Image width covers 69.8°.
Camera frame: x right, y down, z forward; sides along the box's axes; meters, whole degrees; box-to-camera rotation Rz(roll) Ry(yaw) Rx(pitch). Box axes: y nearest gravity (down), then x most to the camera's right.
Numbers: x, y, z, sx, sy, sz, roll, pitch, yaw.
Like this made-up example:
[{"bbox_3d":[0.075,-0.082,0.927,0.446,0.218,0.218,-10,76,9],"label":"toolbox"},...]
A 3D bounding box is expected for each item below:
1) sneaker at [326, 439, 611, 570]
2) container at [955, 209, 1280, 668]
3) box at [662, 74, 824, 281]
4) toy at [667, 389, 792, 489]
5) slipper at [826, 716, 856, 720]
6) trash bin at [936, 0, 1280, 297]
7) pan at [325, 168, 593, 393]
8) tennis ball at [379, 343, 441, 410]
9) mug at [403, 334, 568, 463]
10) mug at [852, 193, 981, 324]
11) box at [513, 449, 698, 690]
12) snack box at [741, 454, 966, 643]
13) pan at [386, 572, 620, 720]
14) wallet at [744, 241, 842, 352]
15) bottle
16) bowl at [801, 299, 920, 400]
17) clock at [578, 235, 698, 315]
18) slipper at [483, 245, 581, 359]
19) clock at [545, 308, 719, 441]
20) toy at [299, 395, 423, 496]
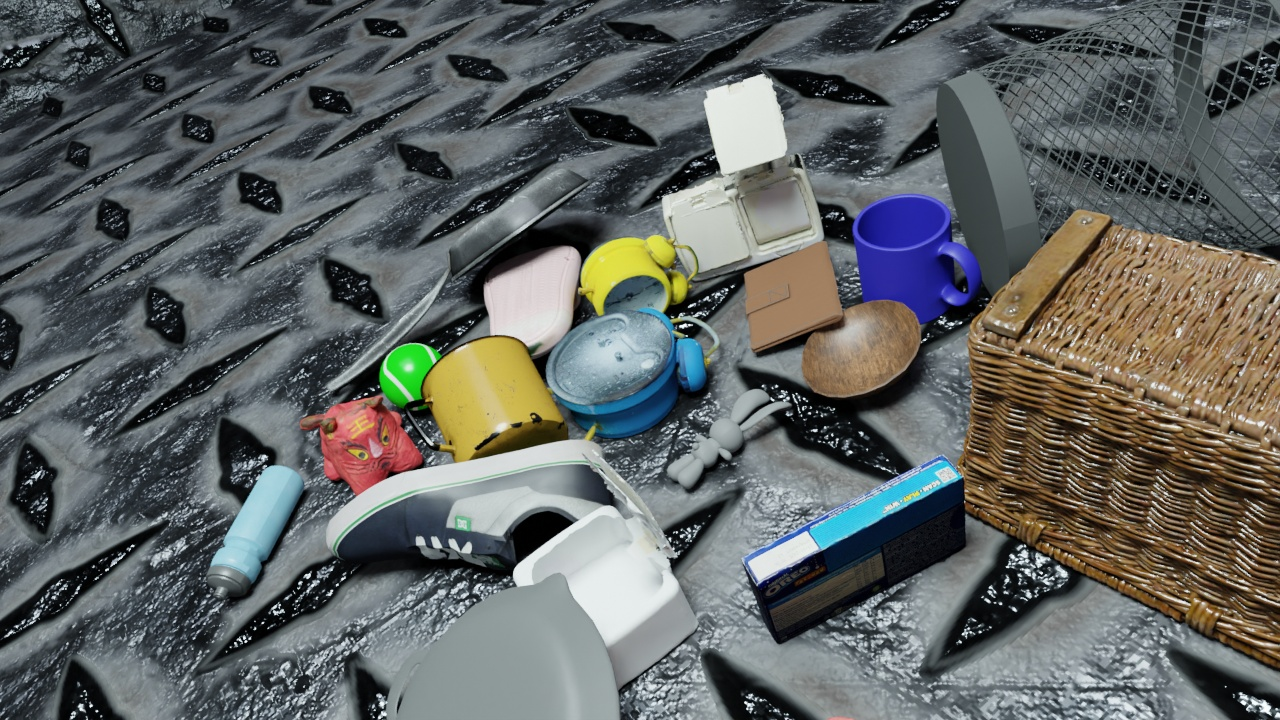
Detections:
[{"bbox_3d":[-0.137,0.132,0.722,0.235,0.084,0.079,-15,53,5],"label":"sneaker"},{"bbox_3d":[0.322,0.033,0.548,0.162,0.183,0.250,-43,45,-21],"label":"container"},{"bbox_3d":[0.084,-0.153,0.851,0.144,0.186,0.070,-18,41,14],"label":"box"},{"bbox_3d":[0.070,0.062,0.745,0.111,0.030,0.049,-40,29,-13],"label":"toy"},{"bbox_3d":[0.037,0.280,0.499,0.248,0.059,0.103,-32,41,-10],"label":"slipper"},{"bbox_3d":[0.378,-0.167,0.730,0.227,0.218,0.217,-16,40,12],"label":"trash bin"},{"bbox_3d":[-0.196,-0.092,0.977,0.356,0.055,0.187,-37,10,-8],"label":"pan"},{"bbox_3d":[-0.219,0.016,0.891,0.065,0.065,0.065,-12,41,11],"label":"tennis ball"},{"bbox_3d":[-0.131,0.049,0.769,0.123,0.101,0.094,-10,53,-33],"label":"mug"},{"bbox_3d":[0.240,-0.081,0.787,0.079,0.083,0.111,-40,44,-21],"label":"mug"},{"bbox_3d":[-0.027,0.134,0.627,0.120,0.136,0.109,-33,44,-13],"label":"box"},{"bbox_3d":[0.143,0.125,0.604,0.150,0.082,0.027,-26,42,-6],"label":"snack box"},{"bbox_3d":[-0.051,0.240,0.528,0.355,0.024,0.216,6,69,42],"label":"pan"},{"bbox_3d":[0.139,-0.060,0.847,0.087,0.013,0.120,-22,35,20],"label":"wallet"},{"bbox_3d":[-0.342,0.154,0.811,0.040,0.040,0.129,-5,43,18],"label":"bottle"},{"bbox_3d":[0.186,-0.003,0.764,0.102,0.026,0.114,-20,35,23],"label":"bowl"},{"bbox_3d":[-0.001,-0.079,0.889,0.119,0.083,0.057,-25,46,0],"label":"clock"},{"bbox_3d":[-0.105,-0.061,0.932,0.107,0.056,0.221,-20,30,5],"label":"slipper"},{"bbox_3d":[-0.005,0.005,0.818,0.161,0.060,0.117,-29,40,-12],"label":"clock"},{"bbox_3d":[-0.269,0.058,0.845,0.133,0.094,0.088,19,55,39],"label":"toy"}]
